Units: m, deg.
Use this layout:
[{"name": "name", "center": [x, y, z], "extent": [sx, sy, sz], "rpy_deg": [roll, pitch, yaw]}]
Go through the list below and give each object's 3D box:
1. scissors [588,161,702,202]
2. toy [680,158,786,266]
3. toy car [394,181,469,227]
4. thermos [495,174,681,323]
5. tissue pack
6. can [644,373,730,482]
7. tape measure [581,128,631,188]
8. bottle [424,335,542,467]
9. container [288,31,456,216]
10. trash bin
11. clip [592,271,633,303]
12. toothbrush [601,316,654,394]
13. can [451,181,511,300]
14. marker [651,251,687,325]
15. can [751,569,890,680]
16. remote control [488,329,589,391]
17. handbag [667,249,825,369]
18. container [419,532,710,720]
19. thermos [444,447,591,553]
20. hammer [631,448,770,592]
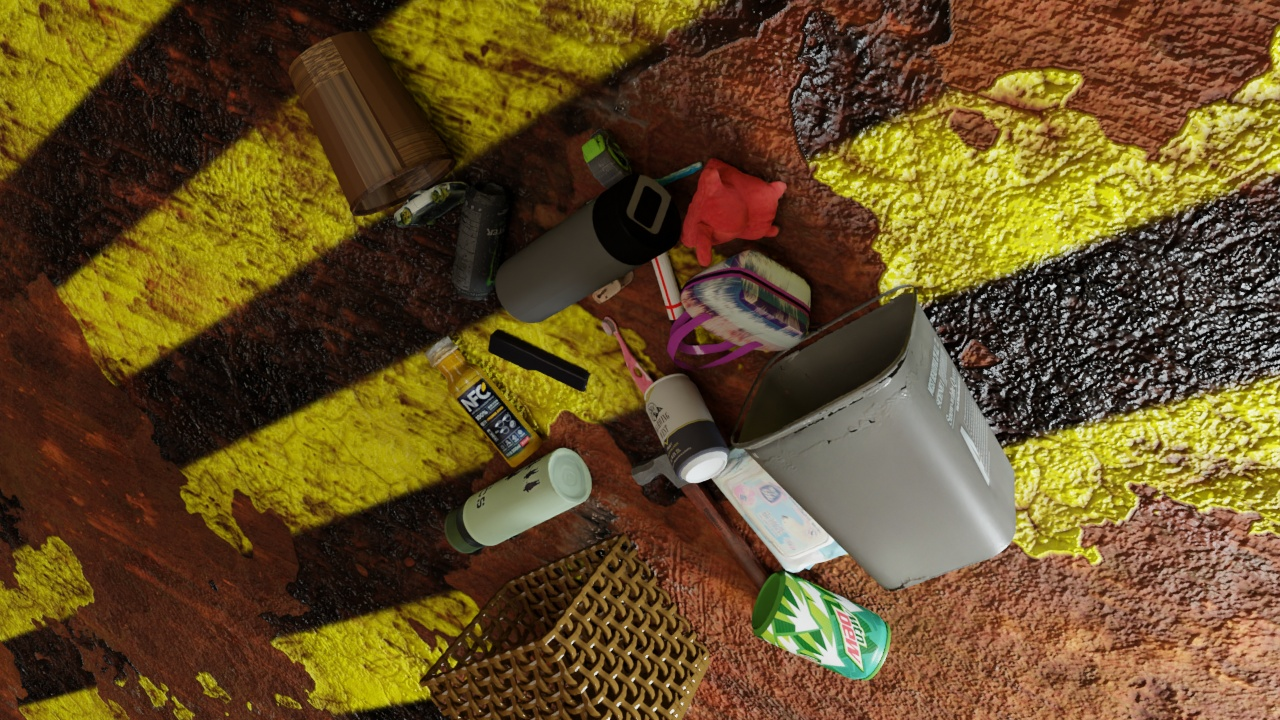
[{"name": "scissors", "center": [0.005, -0.181, 0.973], "extent": [0.135, 0.066, 0.015], "rpy_deg": [-24, 75, 19]}, {"name": "toy", "center": [0.092, -0.141, 0.902], "extent": [0.094, 0.132, 0.088], "rpy_deg": [19, 132, 6]}, {"name": "toy car", "center": [-0.247, -0.188, 1.090], "extent": [0.106, 0.048, 0.033], "rpy_deg": [-22, 84, 33]}, {"name": "thermos", "center": [-0.061, -0.113, 0.973], "extent": [0.241, 0.082, 0.082], "rpy_deg": [-23, 103, 50]}, {"name": "tissue pack", "center": [0.171, 0.160, 1.042], "extent": [0.112, 0.069, 0.182], "rpy_deg": [-35, 96, 37]}, {"name": "can", "center": [0.049, 0.071, 1.037], "extent": [0.064, 0.064, 0.127], "rpy_deg": [-50, 51, 35]}, {"name": "tape measure", "center": [-0.032, -0.211, 0.962], "extent": [0.036, 0.065, 0.058], "rpy_deg": [-32, 107, 20]}, {"name": "bottle", "center": [-0.204, 0.051, 1.183], "extent": [0.053, 0.053, 0.186], "rpy_deg": [-36, 95, 35]}, {"name": "container", "center": [-0.308, -0.269, 1.037], "extent": [0.132, 0.131, 0.167], "rpy_deg": [-26, 95, 34]}, {"name": "trash bin", "center": [0.242, 0.085, 0.905], "extent": [0.198, 0.196, 0.220], "rpy_deg": [-31, 104, 33]}, {"name": "clip", "center": [-0.036, -0.083, 1.043], "extent": [0.024, 0.039, 0.060], "rpy_deg": [47, 120, 0]}, {"name": "toothbrush", "center": [-0.006, 0.006, 1.086], "extent": [0.022, 0.016, 0.135], "rpy_deg": [-28, 100, 34]}, {"name": "can", "center": [-0.188, -0.140, 1.079], "extent": [0.054, 0.053, 0.138], "rpy_deg": [25, 123, 13]}, {"name": "marker", "center": [0.025, -0.102, 1.014], "extent": [0.019, 0.019, 0.146], "rpy_deg": [-8, 111, 29]}, {"name": "can", "center": [0.211, 0.311, 1.076], "extent": [0.144, 0.082, 0.083], "rpy_deg": [25, 124, -4]}, {"name": "remote control", "center": [-0.128, 0.002, 1.144], "extent": [0.136, 0.015, 0.032], "rpy_deg": [24, 123, 14]}, {"name": "handbag", "center": [0.092, -0.037, 0.973], "extent": [0.144, 0.067, 0.170], "rpy_deg": [27, 144, -23]}, {"name": "container", "center": [-0.093, 0.406, 1.204], "extent": [0.252, 0.218, 0.214], "rpy_deg": [-29, 99, 34]}, {"name": "thermos", "center": [-0.168, 0.195, 1.227], "extent": [0.232, 0.082, 0.082], "rpy_deg": [-31, 98, 34]}, {"name": "hammer", "center": [0.119, 0.229, 1.129], "extent": [0.111, 0.028, 0.300], "rpy_deg": [-32, 98, 35]}]
